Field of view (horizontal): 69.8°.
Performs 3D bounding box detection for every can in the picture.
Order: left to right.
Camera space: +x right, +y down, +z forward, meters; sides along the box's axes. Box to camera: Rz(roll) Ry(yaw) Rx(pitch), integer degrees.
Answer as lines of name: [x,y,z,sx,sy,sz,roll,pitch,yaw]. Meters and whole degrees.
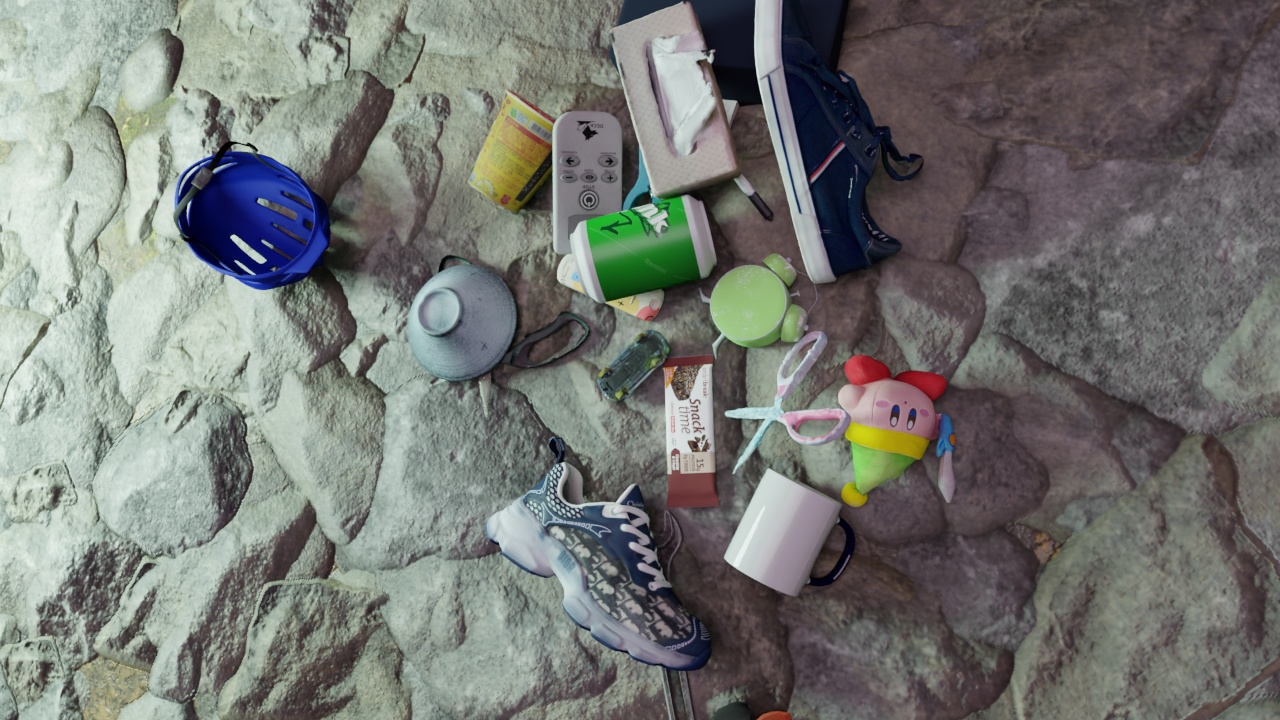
can: [0.004,-0.115,0.953,0.140,0.088,0.087,-14,77,4]

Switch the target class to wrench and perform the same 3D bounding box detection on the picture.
wrench: [0.027,0.281,0.931,0.070,0.010,0.273,-14,77,15]

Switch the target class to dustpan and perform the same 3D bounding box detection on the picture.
dustpan: [0.093,-0.327,0.989,0.236,0.080,0.272,11,78,19]

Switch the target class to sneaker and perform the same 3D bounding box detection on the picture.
sneaker: [-0.025,0.190,0.911,0.269,0.103,0.132,33,90,28]
sneaker: [0.190,-0.226,0.873,0.127,0.120,0.295,-13,105,21]

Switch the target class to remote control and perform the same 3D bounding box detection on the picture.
remote control: [-0.057,-0.190,0.988,0.074,0.019,0.151,-3,103,-15]
remote control: [-0.034,-0.082,1.008,0.126,0.018,0.038,25,89,18]

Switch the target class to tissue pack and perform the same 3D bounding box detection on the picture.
tissue pack: [0.037,-0.265,0.927,0.104,0.071,0.181,-15,87,17]

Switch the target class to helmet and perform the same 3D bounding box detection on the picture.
helmet: [-0.469,-0.180,1.054,0.241,0.228,0.147,30,81,19]

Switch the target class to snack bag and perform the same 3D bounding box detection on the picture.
snack bag: [0.052,0.073,0.956,0.057,0.013,0.157,-4,80,16]

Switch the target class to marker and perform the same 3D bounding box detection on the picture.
marker: [0.091,-0.208,0.967,0.011,0.011,0.152,-39,91,8]

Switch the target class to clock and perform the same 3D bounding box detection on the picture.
clock: [0.121,-0.057,0.940,0.119,0.042,0.094,-17,77,14]

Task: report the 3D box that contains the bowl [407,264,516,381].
bowl: [-0.212,-0.048,1.022,0.137,0.057,0.137,-3,79,16]

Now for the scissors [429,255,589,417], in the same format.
scissors: [-0.167,-0.045,1.047,0.202,0.015,0.205,-25,75,10]

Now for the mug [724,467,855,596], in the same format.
mug: [0.151,0.170,0.881,0.112,0.078,0.097,26,89,-8]

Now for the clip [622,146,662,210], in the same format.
clip: [0.008,-0.193,0.990,0.097,0.026,0.116,29,107,14]

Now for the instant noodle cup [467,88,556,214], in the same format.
instant noodle cup: [-0.138,-0.231,1.030,0.100,0.100,0.112,40,103,20]

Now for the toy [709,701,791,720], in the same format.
toy: [0.077,0.395,0.799,0.140,0.184,0.159,-16,78,10]

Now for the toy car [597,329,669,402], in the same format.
toy car: [-0.006,0.006,0.978,0.090,0.027,0.038,-44,68,8]

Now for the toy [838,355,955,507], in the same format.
toy: [0.238,0.073,0.874,0.124,0.097,0.131,14,72,-9]

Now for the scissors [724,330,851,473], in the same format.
scissors: [0.146,0.038,0.890,0.171,0.013,0.176,-7,48,55]
